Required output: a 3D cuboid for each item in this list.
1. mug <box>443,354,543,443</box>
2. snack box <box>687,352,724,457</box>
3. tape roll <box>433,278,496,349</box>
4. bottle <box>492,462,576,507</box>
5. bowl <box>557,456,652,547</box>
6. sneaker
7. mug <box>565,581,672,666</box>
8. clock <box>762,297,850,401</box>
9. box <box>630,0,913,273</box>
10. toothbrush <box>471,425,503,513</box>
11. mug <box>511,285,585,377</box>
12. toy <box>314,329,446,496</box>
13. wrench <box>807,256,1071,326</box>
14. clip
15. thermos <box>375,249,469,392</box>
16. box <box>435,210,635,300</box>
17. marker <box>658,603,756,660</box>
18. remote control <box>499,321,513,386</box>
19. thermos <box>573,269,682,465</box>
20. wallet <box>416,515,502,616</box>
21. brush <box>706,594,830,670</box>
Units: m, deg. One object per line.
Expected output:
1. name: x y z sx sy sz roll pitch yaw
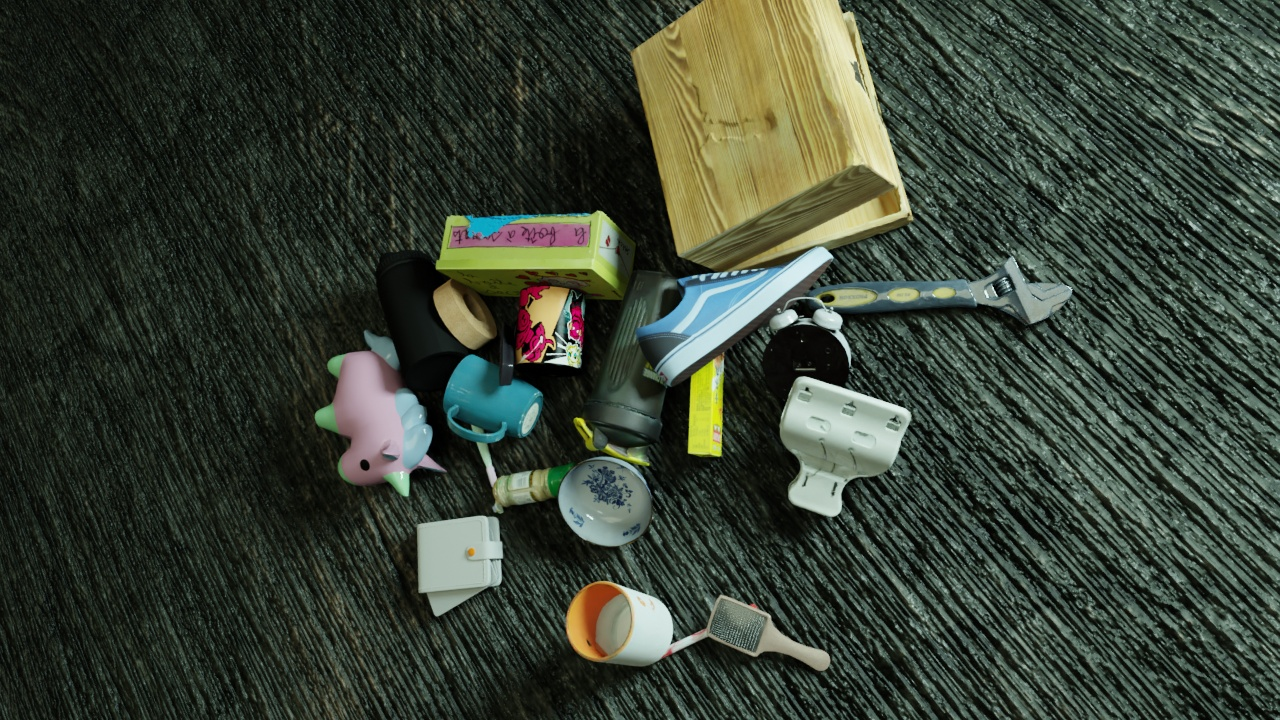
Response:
1. mug: -0.186 0.059 1.136 0.104 0.111 0.085 22 132 12
2. snack box: 0.077 0.037 1.068 0.029 0.040 0.148 -2 78 22
3. tape roll: -0.225 -0.061 1.183 0.027 0.094 0.094 -32 69 12
4. bottle: -0.125 0.154 1.125 0.111 0.043 0.043 -12 74 20
5. bowl: -0.037 0.158 1.074 0.114 0.045 0.114 4 112 11
6. sneaker: 0.100 -0.077 1.029 0.241 0.083 0.098 -34 76 -8
7. mug: -0.022 0.292 1.010 0.082 0.105 0.082 -11 65 24
8. clock: 0.183 -0.010 1.011 0.095 0.035 0.123 0 108 20
9. box: 0.144 -0.260 1.056 0.252 0.191 0.279 -23 71 31
10. toothbrush: -0.200 0.122 1.175 0.015 0.022 0.154 -16 70 -9
11. mug: -0.124 -0.033 1.151 0.118 0.081 0.098 -10 73 48
12. toy: -0.337 0.064 1.199 0.171 0.120 0.222 -1 73 26
13. wrench: 0.320 -0.071 1.002 0.274 0.022 0.073 -1 85 21
14. clip: 0.209 0.089 0.991 0.126 0.101 0.152 19 122 10
15. thermos: -0.292 -0.063 1.207 0.086 0.086 0.198 -33 60 13
16. box: -0.129 -0.128 1.145 0.221 0.124 0.079 1 76 21
17. marker: 0.067 0.308 1.028 0.142 0.012 0.012 -30 69 14
18. remote control: -0.167 -0.010 1.141 0.015 0.136 0.032 6 113 -11
19. thermos: -0.006 0.006 1.083 0.098 0.098 0.220 10 78 24
20. wallet: -0.227 0.257 1.146 0.119 0.037 0.115 -11 75 23
21. brush: 0.138 0.301 0.990 0.136 0.015 0.050 19 93 17
